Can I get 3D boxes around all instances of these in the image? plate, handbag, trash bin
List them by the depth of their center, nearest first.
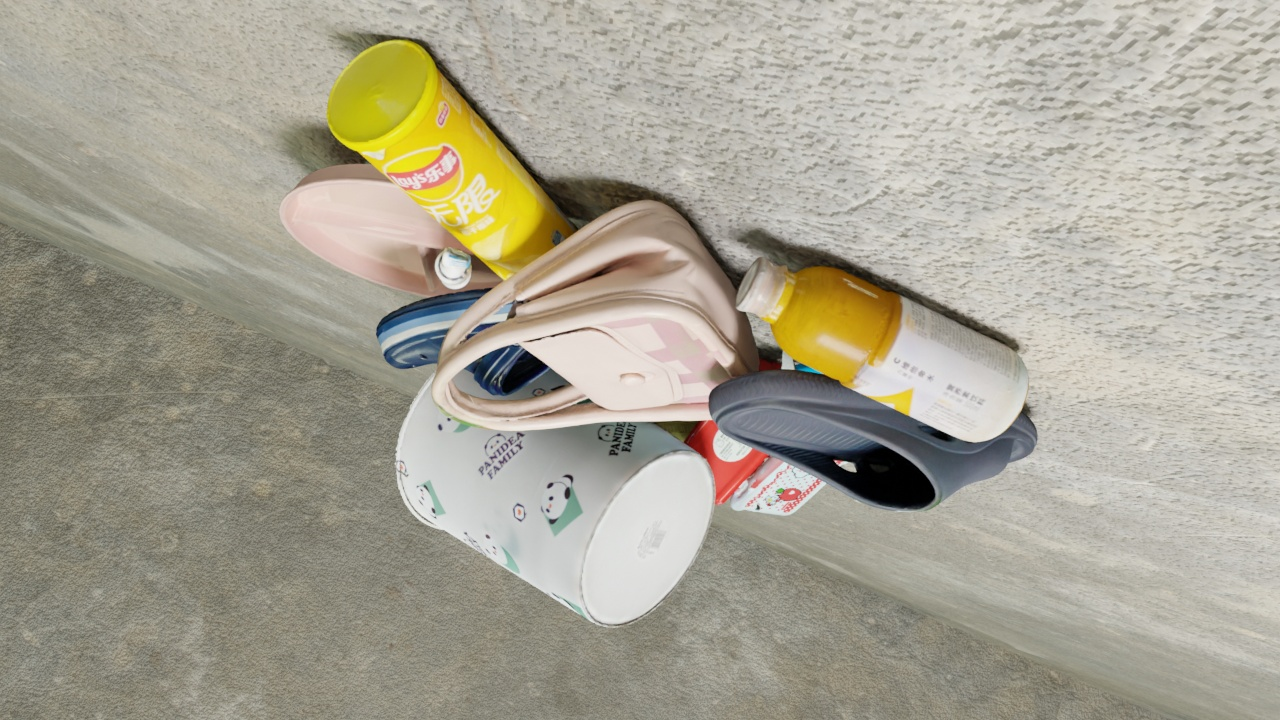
[{"bbox_3d":[-0.041,-0.004,0.668,0.234,0.093,0.193,-18,151,16],"label":"handbag"},{"bbox_3d":[-0.189,-0.105,0.789,0.229,0.028,0.230,9,162,3],"label":"plate"},{"bbox_3d":[-0.079,0.122,0.919,0.252,0.229,0.229,26,172,38],"label":"trash bin"}]

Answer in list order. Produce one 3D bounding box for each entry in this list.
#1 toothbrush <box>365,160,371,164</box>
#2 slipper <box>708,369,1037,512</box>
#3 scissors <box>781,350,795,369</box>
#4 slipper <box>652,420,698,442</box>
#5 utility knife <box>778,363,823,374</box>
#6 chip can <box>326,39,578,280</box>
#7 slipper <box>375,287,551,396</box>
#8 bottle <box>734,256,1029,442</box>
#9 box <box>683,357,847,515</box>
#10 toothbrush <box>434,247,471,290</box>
[{"bbox_3d":[-0.169,-0.122,0.809,0.021,0.029,0.189,-25,146,21],"label":"toothbrush"},{"bbox_3d":[0.170,0.069,0.664,0.267,0.083,0.111,11,156,-24],"label":"slipper"},{"bbox_3d":[0.134,0.036,0.791,0.176,0.012,0.163,15,146,-5],"label":"scissors"},{"bbox_3d":[0.065,0.055,1.005,0.191,0.081,0.092,2,152,16],"label":"slipper"},{"bbox_3d":[0.094,0.028,0.822,0.192,0.018,0.034,-15,140,35],"label":"utility knife"},{"bbox_3d":[-0.112,-0.117,0.610,0.072,0.072,0.213,17,167,27],"label":"chip can"},{"bbox_3d":[-0.105,-0.019,0.783,0.253,0.095,0.105,-9,178,26],"label":"slipper"},{"bbox_3d":[0.152,-0.011,0.588,0.189,0.068,0.068,25,168,-6],"label":"bottle"},{"bbox_3d":[0.129,0.088,0.910,0.161,0.060,0.202,25,138,-7],"label":"box"},{"bbox_3d":[-0.138,-0.069,0.677,0.026,0.027,0.221,10,180,-11],"label":"toothbrush"}]
